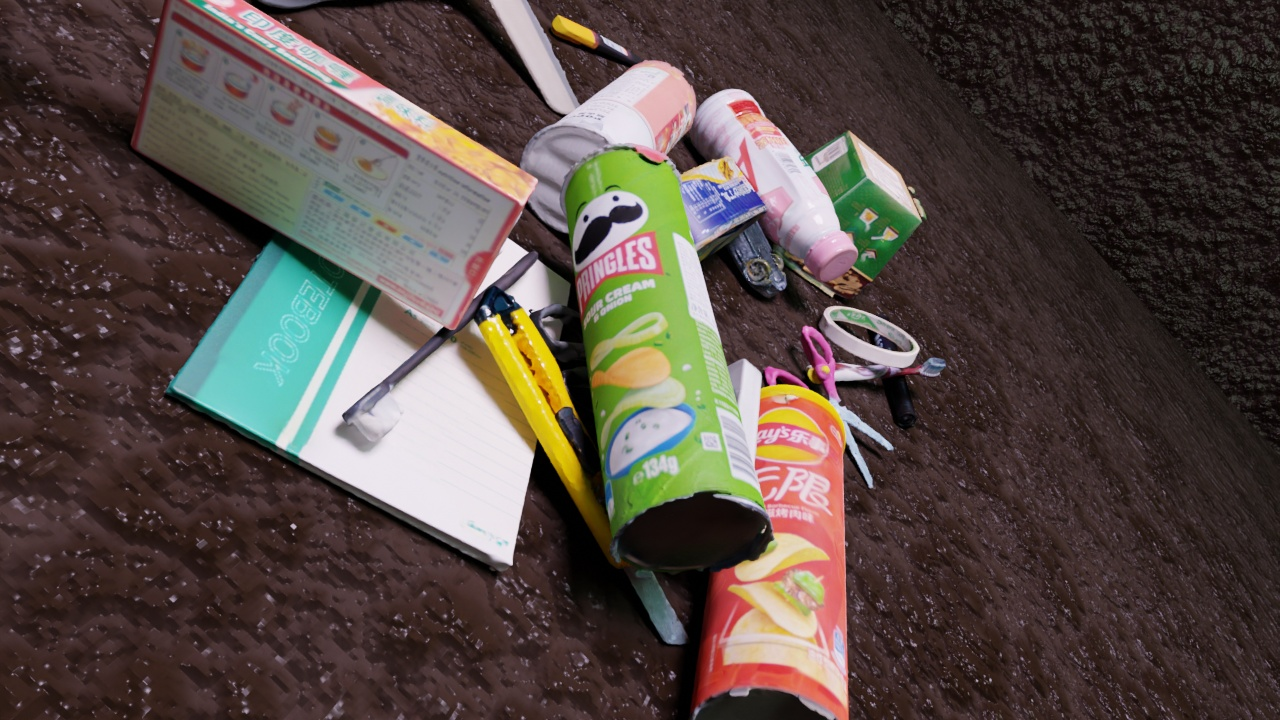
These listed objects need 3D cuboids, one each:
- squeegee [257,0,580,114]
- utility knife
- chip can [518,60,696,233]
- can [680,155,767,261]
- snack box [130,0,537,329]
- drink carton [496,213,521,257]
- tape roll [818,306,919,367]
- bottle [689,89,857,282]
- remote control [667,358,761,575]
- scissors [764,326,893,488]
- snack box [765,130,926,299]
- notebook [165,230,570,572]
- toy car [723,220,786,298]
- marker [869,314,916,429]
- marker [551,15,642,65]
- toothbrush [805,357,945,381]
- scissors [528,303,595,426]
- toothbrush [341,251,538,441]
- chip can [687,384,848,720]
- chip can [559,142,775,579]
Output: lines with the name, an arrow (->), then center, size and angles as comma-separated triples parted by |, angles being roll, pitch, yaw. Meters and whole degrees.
squeegee -> -0.167, -0.245, 0.586 | 0.246, 0.039, 0.245 | 63, 35, -11
utility knife -> -0.025, 0.050, 0.434 | 0.197, 0.015, 0.033 | 61, 33, 0
chip can -> -0.015, -0.159, 0.650 | 0.071, 0.071, 0.214 | 43, 31, -9
can -> 0.039, -0.100, 0.652 | 0.049, 0.075, 0.147 | 53, 32, 1
snack box -> -0.129, -0.083, 0.387 | 0.156, 0.077, 0.027 | 31, 34, -9
drink carton -> -0.120, -0.086, 0.437 | 0.122, 0.046, 0.053 | 37, 29, -17
tape roll -> 0.195, -0.021, 0.785 | 0.086, 0.014, 0.085 | 16, 25, -8
bottle -> 0.115, -0.149, 0.788 | 0.068, 0.068, 0.197 | 6, 44, -49
remote control -> 0.038, 0.052, 0.497 | 0.019, 0.056, 0.134 | 40, 32, -17
scissors -> 0.139, 0.034, 0.682 | 0.123, 0.017, 0.133 | -6, 68, -44
snack box -> 0.186, -0.141, 0.851 | 0.117, 0.106, 0.118 | 28, 35, -29
notebook -> -0.107, -0.016, 0.435 | 0.150, 0.012, 0.208 | 34, 34, -22
toy car -> 0.079, -0.105, 0.745 | 0.120, 0.037, 0.054 | 60, 24, 0
marker -> 0.226, 0.007, 0.822 | 0.022, 0.020, 0.131 | 49, 27, -34
marker -> -0.036, -0.281, 0.816 | 0.123, 0.015, 0.018 | 0, 57, -55
toothbrush -> 0.202, 0.007, 0.769 | 0.187, 0.017, 0.016 | 0, 50, -41
scissors -> 0.000, 0.014, 0.526 | 0.173, 0.014, 0.140 | 41, 30, -32
toothbrush -> -0.084, -0.015, 0.433 | 0.018, 0.016, 0.180 | 48, 31, -11
chip can -> 0.071, 0.103, 0.468 | 0.073, 0.073, 0.216 | 39, 32, -16
chip can -> 0.006, -0.011, 0.459 | 0.072, 0.072, 0.235 | 24, 39, -35
